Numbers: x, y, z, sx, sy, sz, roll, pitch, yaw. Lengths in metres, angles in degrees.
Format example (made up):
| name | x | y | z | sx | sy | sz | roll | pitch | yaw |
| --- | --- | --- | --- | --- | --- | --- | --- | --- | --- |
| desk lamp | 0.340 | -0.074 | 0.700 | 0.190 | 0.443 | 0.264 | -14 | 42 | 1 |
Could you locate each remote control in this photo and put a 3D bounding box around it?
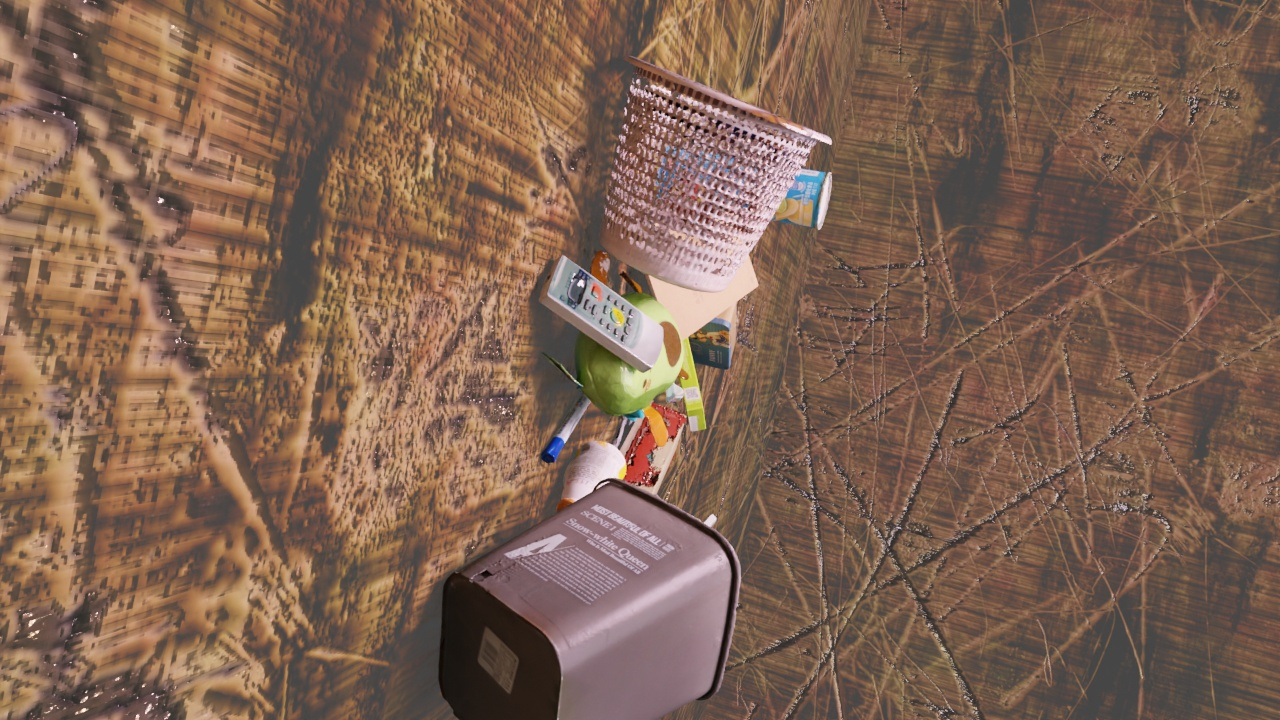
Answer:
| name | x | y | z | sx | sy | sz | roll | pitch | yaw |
| --- | --- | --- | --- | --- | --- | --- | --- | --- | --- |
| remote control | -0.035 | -0.044 | 0.885 | 0.019 | 0.135 | 0.056 | -32 | -148 | 44 |

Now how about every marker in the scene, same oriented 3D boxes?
| name | x | y | z | sx | sy | sz | roll | pitch | yaw |
| --- | --- | --- | --- | --- | --- | --- | --- | --- | --- |
| marker | -0.074 | 0.061 | 1.023 | 0.145 | 0.017 | 0.017 | -60 | 158 | -47 |

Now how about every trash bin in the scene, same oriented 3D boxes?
| name | x | y | z | sx | sy | sz | roll | pitch | yaw |
| --- | --- | --- | --- | --- | --- | --- | --- | --- | --- |
| trash bin | 0.057 | -0.185 | 0.958 | 0.192 | 0.227 | 0.227 | -68 | 168 | 18 |
| trash bin | -0.053 | 0.247 | 0.857 | 0.219 | 0.199 | 0.199 | -14 | 119 | -47 |

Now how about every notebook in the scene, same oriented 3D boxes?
| name | x | y | z | sx | sy | sz | roll | pitch | yaw |
| --- | --- | --- | --- | --- | --- | --- | --- | --- | --- |
| notebook | 0.076 | -0.127 | 1.186 | 0.210 | 0.012 | 0.149 | -36 | 112 | -44 |

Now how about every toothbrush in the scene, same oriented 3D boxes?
| name | x | y | z | sx | sy | sz | roll | pitch | yaw |
| --- | --- | --- | --- | --- | --- | --- | --- | --- | --- |
| toothbrush | 0.036 | -0.035 | 1.215 | 0.020 | 0.029 | 0.189 | 18 | 57 | -44 |

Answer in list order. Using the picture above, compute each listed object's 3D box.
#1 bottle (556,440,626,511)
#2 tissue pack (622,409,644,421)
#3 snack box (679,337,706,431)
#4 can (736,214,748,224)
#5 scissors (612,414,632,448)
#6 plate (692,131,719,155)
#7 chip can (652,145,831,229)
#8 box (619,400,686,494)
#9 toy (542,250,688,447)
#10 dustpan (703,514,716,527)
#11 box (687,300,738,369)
| name | x | y | z | sx | sy | sz | roll | pitch | yaw |
| --- | --- | --- | --- | --- | --- | --- | --- | --- | --- |
| bottle | -0.059 | 0.141 | 1.053 | 0.108 | 0.063 | 0.063 | -57 | 155 | -53 |
| tissue pack | -0.007 | 0.007 | 1.155 | 0.134 | 0.050 | 0.093 | 82 | 24 | -56 |
| snack box | 0.068 | 0.018 | 1.359 | 0.086 | 0.026 | 0.156 | 74 | 4 | -63 |
| can | 0.138 | -0.240 | 1.439 | 0.066 | 0.066 | 0.094 | -61 | 159 | -45 |
| scissors | -0.026 | 0.105 | 1.243 | 0.146 | 0.014 | 0.172 | -36 | 137 | -67 |
| plate | 0.099 | -0.241 | 1.305 | 0.179 | 0.024 | 0.179 | -11 | 90 | -70 |
| chip can | 0.123 | -0.213 | 1.128 | 0.071 | 0.210 | 0.071 | 14 | 89 | -74 |
| box | 0.013 | 0.142 | 1.267 | 0.167 | 0.080 | 0.091 | -62 | 169 | -46 |
| toy | -0.009 | -0.011 | 0.997 | 0.227 | 0.090 | 0.246 | 67 | 24 | -11 |
| dustpan | 0.018 | 0.341 | 1.371 | 0.222 | 0.143 | 0.258 | -4 | 106 | -74 |
| box | 0.107 | -0.048 | 1.448 | 0.184 | 0.090 | 0.061 | 76 | 30 | -62 |
